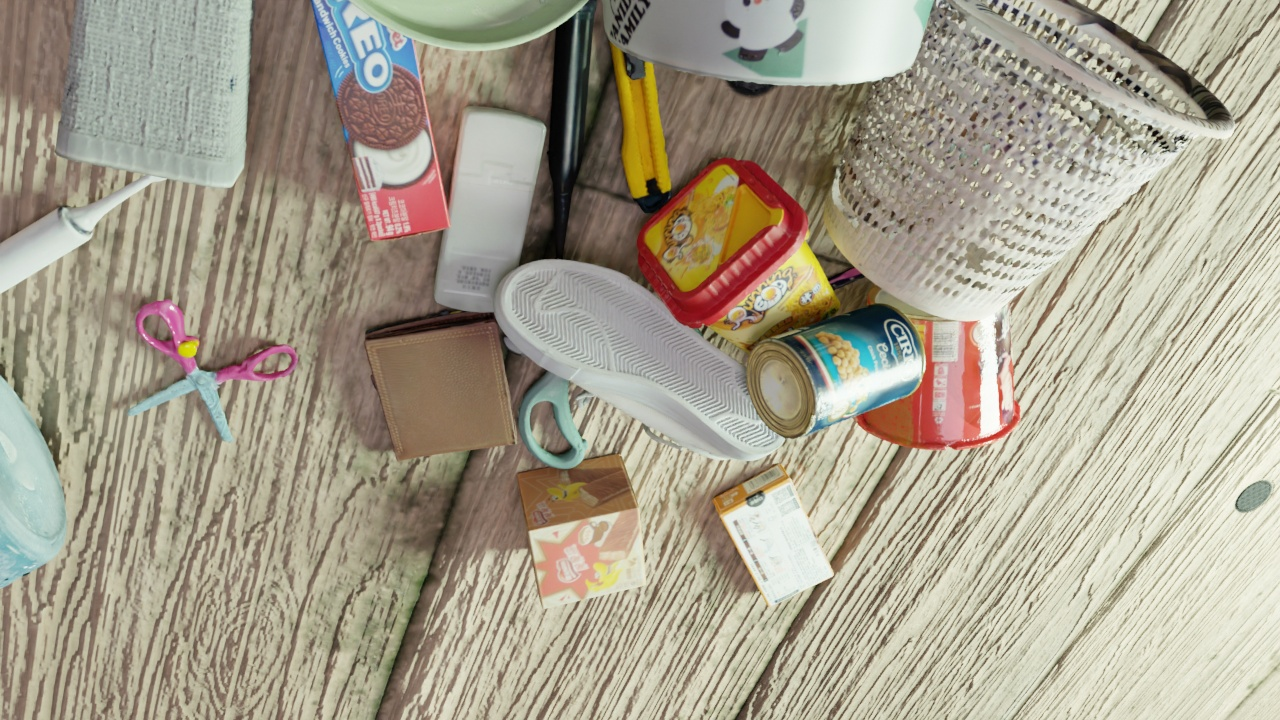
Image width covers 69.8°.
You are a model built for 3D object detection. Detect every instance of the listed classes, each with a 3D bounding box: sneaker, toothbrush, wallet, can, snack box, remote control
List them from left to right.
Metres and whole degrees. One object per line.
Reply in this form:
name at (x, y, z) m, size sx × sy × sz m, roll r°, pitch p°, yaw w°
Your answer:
toothbrush at (-0.388, -0.075, 0.592) m, size 0.221 × 0.026 × 0.027 m, roll -30°, pitch 150°, yaw 4°
snack box at (-0.165, -0.182, 0.570) m, size 0.057 × 0.058 × 0.208 m, roll -12°, pitch 123°, yaw -12°
wallet at (-0.154, 0.022, 0.718) m, size 0.101 × 0.032 × 0.125 m, roll -9°, pitch 123°, yaw -6°
remote control at (-0.109, -0.104, 0.655) m, size 0.058 × 0.021 × 0.150 m, roll 6°, pitch 119°, yaw -19°
toothbrush at (-0.054, -0.144, 0.644) m, size 0.027 × 0.026 × 0.213 m, roll -14°, pitch 127°, yaw -32°
snack box at (-0.051, 0.147, 0.795) m, size 0.094 × 0.077 × 0.093 m, roll -10°, pitch 124°, yaw -9°
sneaker at (-0.004, 0.004, 0.704) m, size 0.242 × 0.091 × 0.089 m, roll 30°, pitch 70°, yaw -12°
snack box at (0.131, 0.174, 0.895) m, size 0.075 × 0.026 × 0.154 m, roll -27°, pitch 125°, yaw 1°
can at (0.141, 0.007, 0.669) m, size 0.111 × 0.075 × 0.075 m, roll -17°, pitch 127°, yaw -29°
toothbrush at (0.173, -0.069, 0.764) m, size 0.189 × 0.014 × 0.018 m, roll -24°, pitch 154°, yaw 2°

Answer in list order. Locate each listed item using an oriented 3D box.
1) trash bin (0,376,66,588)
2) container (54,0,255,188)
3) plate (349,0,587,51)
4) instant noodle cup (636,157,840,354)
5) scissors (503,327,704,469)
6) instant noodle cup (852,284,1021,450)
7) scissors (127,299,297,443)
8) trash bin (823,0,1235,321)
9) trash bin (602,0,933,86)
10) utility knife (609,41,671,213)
trash bin at (-0.494, 0.096, 0.575) m, size 0.194 × 0.226 × 0.227 m, roll -22°, pitch 125°, yaw -17°
container at (-0.271, -0.170, 0.524) m, size 0.090 × 0.090 × 0.114 m, roll 9°, pitch 108°, yaw -21°
plate at (-0.097, -0.289, 0.498) m, size 0.229 × 0.027 × 0.230 m, roll -15°, pitch 117°, yaw -32°
instant noodle cup at (0.079, -0.066, 0.685) m, size 0.116 × 0.116 × 0.123 m, roll -42°, pitch 135°, yaw 9°
scissors at (-0.029, 0.019, 0.758) m, size 0.170 × 0.019 × 0.175 m, roll -3°, pitch 121°, yaw -13°
instant noodle cup at (0.244, -0.005, 0.755) m, size 0.138 × 0.138 × 0.109 m, roll -10°, pitch 115°, yaw -10°
scissors at (-0.316, 0.010, 0.674) m, size 0.136 × 0.017 × 0.133 m, roll -12°, pitch 128°, yaw -10°
trash bin at (0.235, -0.143, 0.630) m, size 0.227 × 0.227 × 0.193 m, roll 11°, pitch 130°, yaw -22°
trash bin at (0.078, -0.292, 0.470) m, size 0.229 × 0.229 × 0.252 m, roll -5°, pitch 124°, yaw -13°
utility knife at (-0.008, -0.206, 0.624) m, size 0.033 × 0.015 × 0.231 m, roll -16°, pitch 123°, yaw -8°
